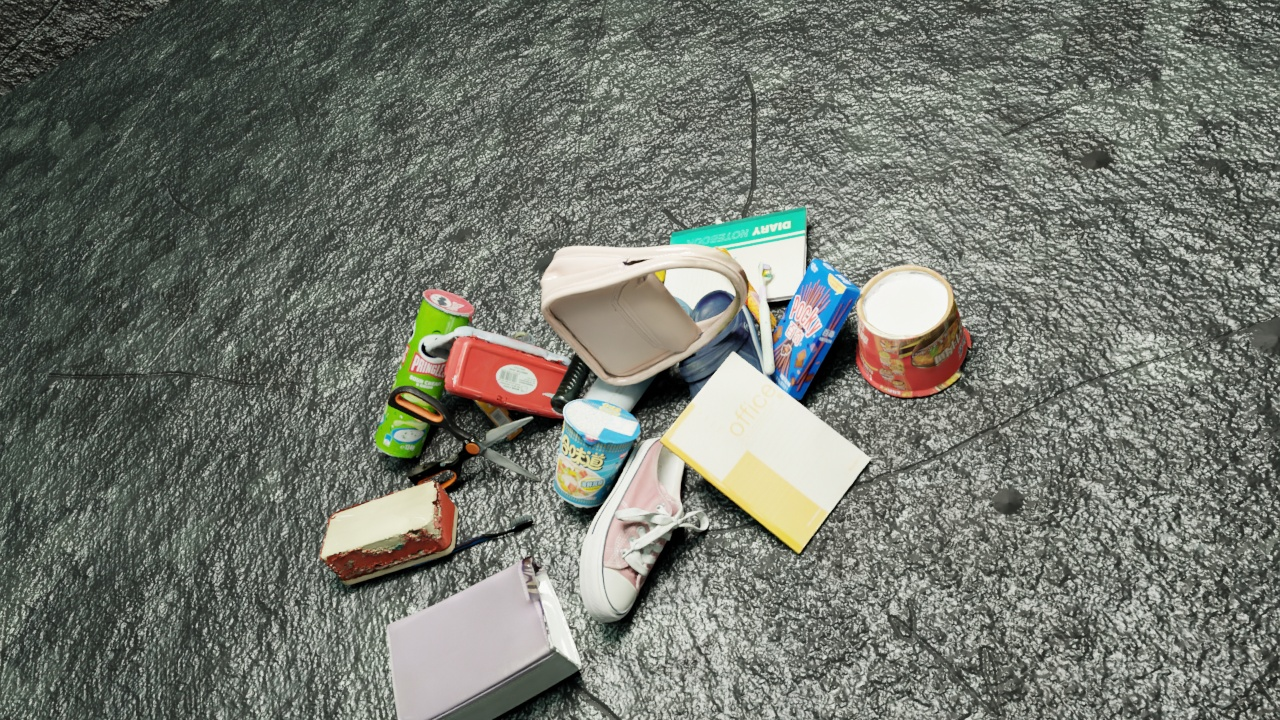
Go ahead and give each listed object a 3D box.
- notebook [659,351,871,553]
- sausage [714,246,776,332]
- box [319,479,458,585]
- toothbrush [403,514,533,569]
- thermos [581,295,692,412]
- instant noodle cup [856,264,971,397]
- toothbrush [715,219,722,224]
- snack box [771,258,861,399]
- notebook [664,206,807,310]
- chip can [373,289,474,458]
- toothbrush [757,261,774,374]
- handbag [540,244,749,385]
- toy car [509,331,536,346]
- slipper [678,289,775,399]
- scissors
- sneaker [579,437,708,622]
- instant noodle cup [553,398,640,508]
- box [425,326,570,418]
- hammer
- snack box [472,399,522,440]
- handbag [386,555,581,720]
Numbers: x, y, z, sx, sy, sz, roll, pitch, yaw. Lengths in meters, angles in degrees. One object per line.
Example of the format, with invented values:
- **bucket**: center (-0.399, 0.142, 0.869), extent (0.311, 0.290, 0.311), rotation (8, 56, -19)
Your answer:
- **notebook**: center (0.146, 0.105, 1.076), extent (0.206, 0.010, 0.145), rotation (39, 76, 8)
- **sausage**: center (0.140, -0.099, 1.242), extent (0.021, 0.021, 0.165), rotation (-30, 57, 0)
- **box**: center (-0.333, 0.222, 1.203), extent (0.168, 0.078, 0.091), rotation (-19, 39, 10)
- **toothbrush**: center (-0.225, 0.238, 1.198), extent (0.190, 0.014, 0.016), rotation (-22, 50, 8)
- **thermos**: center (-0.007, 0.007, 1.235), extent (0.070, 0.070, 0.220), rotation (25, 69, 34)
- **instant noodle cup**: center (0.320, -0.040, 1.103), extent (0.138, 0.108, 0.137), rotation (-12, 53, 16)
- **toothbrush**: center (0.149, -0.145, 1.312), extent (0.017, 0.016, 0.187), rotation (-37, 50, 7)
- **snack box**: center (0.206, -0.039, 1.134), extent (0.157, 0.026, 0.084), rotation (-65, 30, 21)
- **notebook**: center (0.132, -0.139, 1.298), extent (0.209, 0.012, 0.150), rotation (-7, 58, 25)
- **chip can**: center (-0.300, 0.022, 1.266), extent (0.072, 0.072, 0.236), rotation (39, 114, 38)
- **toothbrush**: center (0.163, -0.055, 1.181), extent (0.020, 0.029, 0.189), rotation (-22, 42, 27)
- **handbag**: center (0.016, -0.069, 1.096), extent (0.235, 0.193, 0.093), rotation (-14, 50, 28)
- **toy car**: center (-0.201, -0.008, 1.350), extent (0.105, 0.031, 0.048), rotation (-17, 52, 6)
- **slipper**: center (0.102, 0.005, 1.160), extent (0.105, 0.095, 0.252), rotation (-28, 46, 31)
- **scissors**: center (-0.238, 0.106, 1.207), extent (0.234, 0.221, 0.021), rotation (-32, 24, 30)
- **sneaker**: center (0.008, 0.193, 1.077), extent (0.088, 0.118, 0.240), rotation (-9, 45, 42)
- **instant noodle cup**: center (-0.063, 0.119, 1.140), extent (0.099, 0.110, 0.099), rotation (15, 25, -7)
- **box**: center (-0.187, 0.014, 1.228), extent (0.100, 0.201, 0.095), rotation (9, 83, 46)
- **hammer**: center (-0.061, -0.039, 1.266), extent (0.129, 0.033, 0.299), rotation (-6, 38, 25)
- **snack box**: center (-0.228, 0.046, 1.295), extent (0.026, 0.075, 0.154), rotation (-41, 51, -11)
- **handbag**: center (-0.183, 0.332, 1.058), extent (0.197, 0.098, 0.144), rotation (-29, 52, 3)
